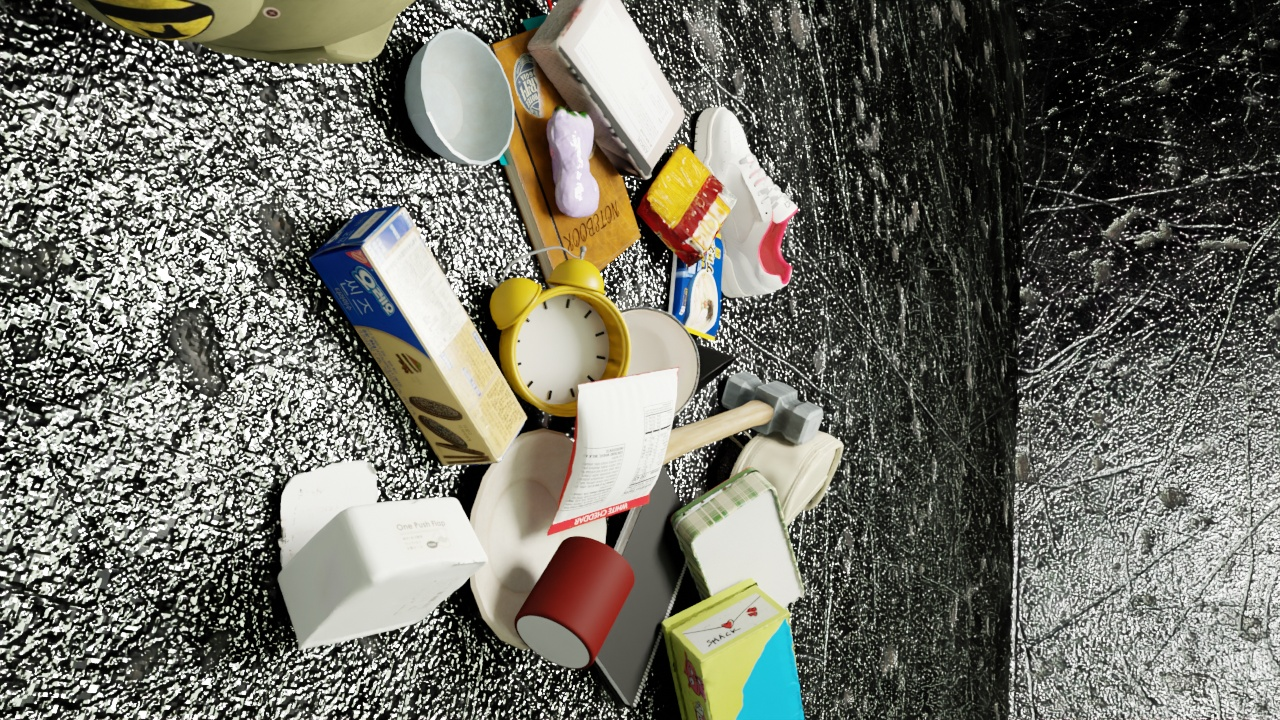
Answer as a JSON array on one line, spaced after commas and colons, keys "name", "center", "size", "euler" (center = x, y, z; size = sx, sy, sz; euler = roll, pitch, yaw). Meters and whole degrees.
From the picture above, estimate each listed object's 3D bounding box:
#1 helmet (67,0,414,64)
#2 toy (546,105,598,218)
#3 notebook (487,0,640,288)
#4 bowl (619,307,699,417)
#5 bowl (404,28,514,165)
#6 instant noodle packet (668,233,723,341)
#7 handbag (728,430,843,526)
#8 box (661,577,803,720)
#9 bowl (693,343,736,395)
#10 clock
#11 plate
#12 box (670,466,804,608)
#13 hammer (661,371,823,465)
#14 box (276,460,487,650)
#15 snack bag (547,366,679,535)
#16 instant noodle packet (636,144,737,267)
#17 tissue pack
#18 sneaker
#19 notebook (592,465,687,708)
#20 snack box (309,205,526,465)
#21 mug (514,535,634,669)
[{"name": "helmet", "center": [-0.200, -0.260, 0.449], "size": [0.232, 0.256, 0.250], "euler": [19, 73, -52]}, {"name": "toy", "center": [-0.061, -0.183, 0.853], "size": [0.080, 0.036, 0.100], "euler": [-24, 112, -66]}, {"name": "notebook", "center": [-0.081, -0.199, 0.871], "size": [0.177, 0.014, 0.249], "euler": [-46, 125, -48]}, {"name": "bowl", "center": [-0.005, 0.005, 0.890], "size": [0.066, 0.116, 0.116], "euler": [-158, -119, -78]}, {"name": "bowl", "center": [-0.151, -0.208, 0.739], "size": [0.106, 0.039, 0.106], "euler": [7, 81, -57]}, {"name": "instant noodle packet", "center": [0.065, -0.097, 1.075], "size": [0.087, 0.026, 0.134], "euler": [17, 73, -48]}, {"name": "handbag", "center": [0.166, 0.157, 1.181], "size": [0.228, 0.132, 0.184], "euler": [-33, 140, -50]}, {"name": "box", "center": [0.107, 0.365, 1.000], "size": [0.124, 0.082, 0.221], "euler": [-23, 118, -21]}, {"name": "bowl", "center": [0.037, 0.015, 0.978], "size": [0.052, 0.124, 0.123], "euler": [52, 35, 7]}, {"name": "clock", "center": [-0.071, -0.023, 0.807], "size": [0.113, 0.052, 0.152], "euler": [-21, 103, -23]}, {"name": "plate", "center": [-0.094, 0.156, 0.809], "size": [0.188, 0.027, 0.188], "euler": [7, 81, -57]}, {"name": "box", "center": [0.112, 0.221, 1.026], "size": [0.117, 0.050, 0.206], "euler": [-33, 130, -13]}, {"name": "hammer", "center": [0.083, 0.075, 1.017], "size": [0.322, 0.117, 0.051], "euler": [-13, 124, -53]}, {"name": "box", "center": [-0.190, 0.112, 0.628], "size": [0.109, 0.103, 0.130], "euler": [8, 47, -53]}, {"name": "snack bag", "center": [-0.020, 0.080, 0.821], "size": [0.130, 0.039, 0.144], "euler": [-9, 119, -46]}, {"name": "instant noodle packet", "center": [0.053, -0.177, 1.035], "size": [0.098, 0.040, 0.135], "euler": [45, 47, -18]}, {"name": "tissue pack", "center": [-0.031, -0.273, 0.891], "size": [0.181, 0.071, 0.103], "euler": [45, 66, -44]}, {"name": "sneaker", "center": [0.140, -0.197, 1.128], "size": [0.090, 0.104, 0.236], "euler": [-24, 107, -55]}, {"name": "notebook", "center": [0.003, 0.229, 0.943], "size": [0.206, 0.016, 0.149], "euler": [-65, 147, -36]}, {"name": "snack box", "center": [-0.163, -0.013, 0.693], "size": [0.207, 0.057, 0.056], "euler": [64, 36, -30]}, {"name": "mug", "center": [-0.056, 0.214, 0.781], "size": [0.106, 0.073, 0.082], "euler": [98, 19, -45]}]
